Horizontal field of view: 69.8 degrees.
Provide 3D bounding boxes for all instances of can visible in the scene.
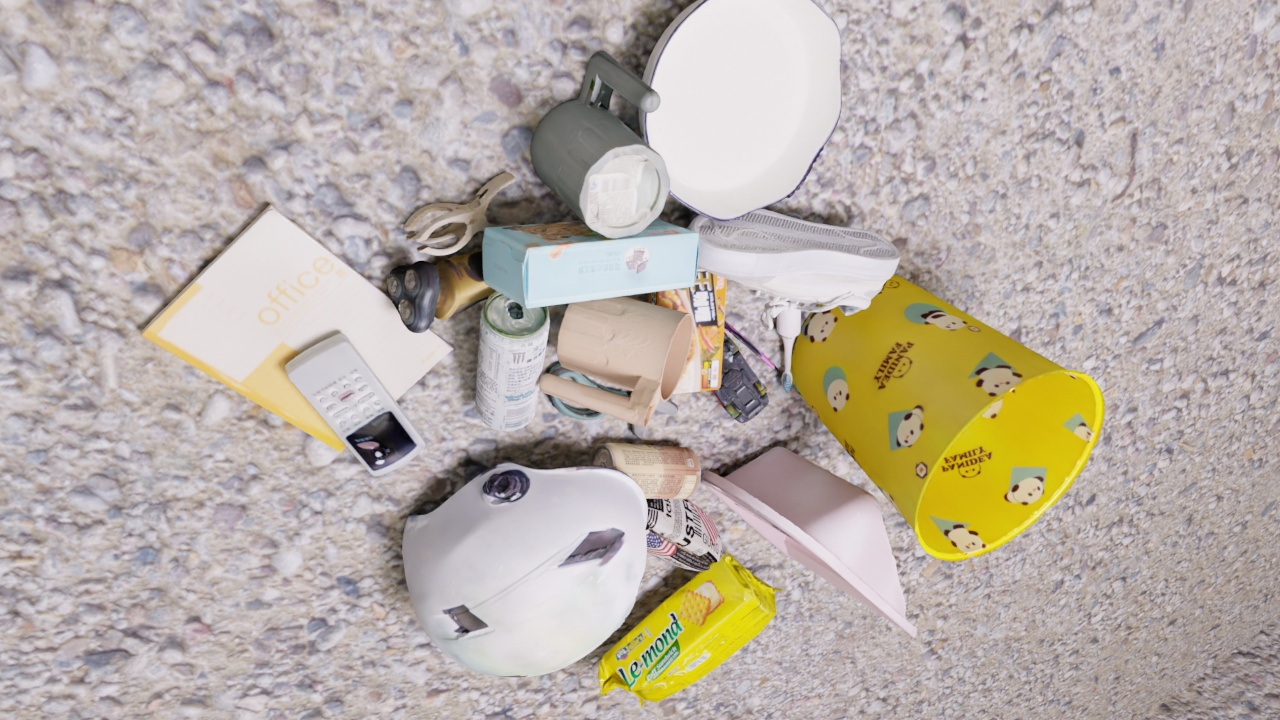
[{"bbox_3d":[0.005,0.120,0.996,0.116,0.058,0.059,7,118,-34],"label":"can"},{"bbox_3d":[-0.115,0.002,0.813,0.058,0.058,0.147,-14,148,-22],"label":"can"}]

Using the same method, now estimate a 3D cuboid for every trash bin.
[{"bbox_3d":[0.307,0.044,0.983,0.229,0.255,0.230,-15,128,-21],"label":"trash bin"}]

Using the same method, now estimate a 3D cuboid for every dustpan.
[{"bbox_3d":[0.177,0.217,1.066,0.138,0.223,0.274,-31,120,-25],"label":"dustpan"}]

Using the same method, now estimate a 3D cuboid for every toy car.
[{"bbox_3d":[0.092,0.016,0.982,0.053,0.045,0.120,-39,127,-3],"label":"toy car"}]

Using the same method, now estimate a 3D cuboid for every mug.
[{"bbox_3d":[-0.021,-0.002,0.830,0.084,0.103,0.124,89,24,-49],"label":"mug"},{"bbox_3d":[-0.028,-0.174,0.740,0.083,0.103,0.124,2,121,-31],"label":"mug"}]

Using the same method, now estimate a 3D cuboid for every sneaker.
[{"bbox_3d":[0.136,-0.085,0.885,0.241,0.089,0.091,2,128,-29],"label":"sneaker"}]

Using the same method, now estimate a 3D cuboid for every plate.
[{"bbox_3d":[0.084,-0.225,0.797,0.204,0.045,0.205,-17,126,-25],"label":"plate"}]

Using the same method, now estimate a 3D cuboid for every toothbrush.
[{"bbox_3d":[0.097,-0.029,0.975,0.018,0.014,0.189,-40,134,14],"label":"toothbrush"},{"bbox_3d":[0.158,-0.055,0.983,0.027,0.026,0.221,1,128,9],"label":"toothbrush"}]

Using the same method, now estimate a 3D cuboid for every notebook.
[{"bbox_3d":[-0.277,-0.017,0.768,0.146,0.010,0.206,-42,133,4],"label":"notebook"}]

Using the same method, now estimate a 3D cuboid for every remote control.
[{"bbox_3d":[-0.247,0.043,0.807,0.058,0.021,0.150,-31,132,-6],"label":"remote control"}]

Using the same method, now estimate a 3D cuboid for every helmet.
[{"bbox_3d":[-0.106,0.225,0.915,0.259,0.145,0.229,-18,133,3],"label":"helmet"}]

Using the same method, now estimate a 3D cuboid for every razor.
[{"bbox_3d":[-0.130,-0.077,0.784,0.167,0.062,0.068,-22,160,-22],"label":"razor"}]

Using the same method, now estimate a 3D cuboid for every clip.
[{"bbox_3d":[-0.145,-0.113,0.765,0.099,0.034,0.066,-23,130,-26],"label":"clip"}]

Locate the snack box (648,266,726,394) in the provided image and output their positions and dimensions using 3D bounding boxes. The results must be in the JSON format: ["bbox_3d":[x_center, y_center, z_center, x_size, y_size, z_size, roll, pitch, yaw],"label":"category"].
[{"bbox_3d":[0.045,-0.044,0.898,0.075,0.026,0.154,-5,107,-26],"label":"snack box"}]

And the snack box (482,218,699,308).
[{"bbox_3d":[-0.040,-0.086,0.771,0.174,0.074,0.052,-11,114,-34],"label":"snack box"}]

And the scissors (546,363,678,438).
[{"bbox_3d":[-0.006,0.006,0.937,0.170,0.019,0.181,22,108,-37],"label":"scissors"}]

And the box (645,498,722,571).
[{"bbox_3d":[0.028,0.208,1.076,0.088,0.076,0.163,-30,138,20],"label":"box"}]

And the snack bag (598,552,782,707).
[{"bbox_3d":[0.066,0.352,1.168,0.246,0.068,0.158,-40,146,1],"label":"snack bag"}]
